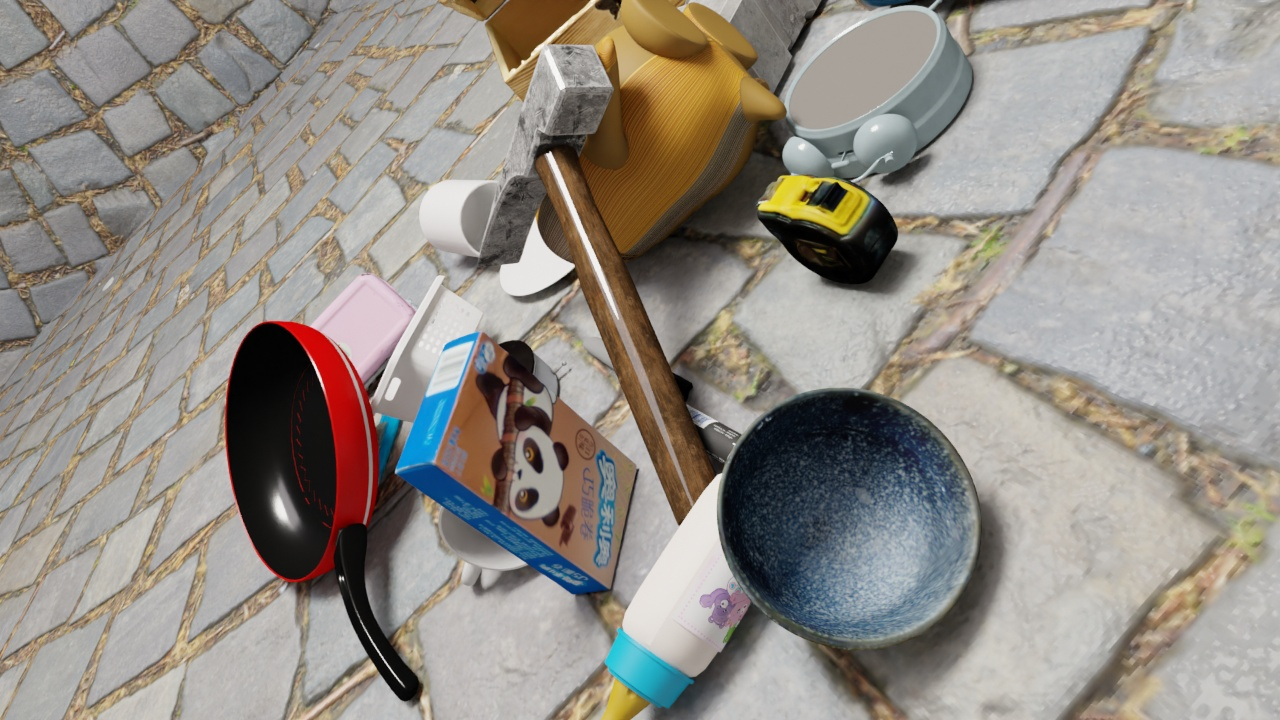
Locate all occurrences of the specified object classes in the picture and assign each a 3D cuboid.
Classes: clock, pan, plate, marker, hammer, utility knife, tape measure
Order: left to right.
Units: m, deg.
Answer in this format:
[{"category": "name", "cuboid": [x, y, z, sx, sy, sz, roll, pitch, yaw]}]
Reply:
[{"category": "pan", "cuboid": [-0.237, 0.113, 0.704, 0.356, 0.067, 0.209, 42, 122, 34]}, {"category": "utility knife", "cuboid": [-0.229, 0.056, 0.828, 0.031, 0.015, 0.173, -21, 41, 25]}, {"category": "clock", "cuboid": [-0.113, 0.042, 0.702, 0.095, 0.035, 0.122, 11, 65, 51]}, {"category": "plate", "cuboid": [-0.073, -0.109, 0.829, 0.135, 0.011, 0.134, -28, 39, 25]}, {"category": "hammer", "cuboid": [-0.030, -0.019, 0.596, 0.300, 0.037, 0.218, 67, 150, 23]}, {"category": "marker", "cuboid": [-0.004, 0.004, 0.644, 0.022, 0.016, 0.139, -23, 27, -22]}, {"category": "hammer", "cuboid": [0.019, -0.362, 0.713, 0.083, 0.317, 0.162, 1, 57, 47]}, {"category": "marker", "cuboid": [0.055, 0.051, 0.527, 0.023, 0.021, 0.145, -58, 36, -3]}, {"category": "tape measure", "cuboid": [0.114, -0.078, 0.549, 0.042, 0.071, 0.072, -53, 29, -16]}, {"category": "clock", "cuboid": [0.155, -0.175, 0.627, 0.123, 0.045, 0.159, -2, 53, 46]}]

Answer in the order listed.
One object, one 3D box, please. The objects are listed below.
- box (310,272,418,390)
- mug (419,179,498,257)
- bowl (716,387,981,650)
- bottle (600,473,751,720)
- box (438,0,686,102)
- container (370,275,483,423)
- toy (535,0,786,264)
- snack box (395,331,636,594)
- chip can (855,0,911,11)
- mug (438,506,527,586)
[{"category": "box", "cuboid": [-0.302, 0.011, 0.918, 0.202, 0.088, 0.095, -49, 1, -3]}, {"category": "mug", "cuboid": [-0.151, -0.148, 0.908, 0.110, 0.074, 0.091, -33, 27, -27]}, {"category": "bowl", "cuboid": [0.090, 0.075, 0.421, 0.114, 0.061, 0.114, 0, 71, 0]}, {"category": "bottle", "cuboid": [0.022, 0.127, 0.462, 0.051, 0.051, 0.146, 19, 70, 53]}, {"category": "box", "cuboid": [-0.064, -0.432, 0.972, 0.279, 0.215, 0.257, -40, 33, 13]}, {"category": "container", "cuboid": [-0.175, -0.003, 0.765, 0.081, 0.049, 0.129, -57, 13, 33]}, {"category": "toy", "cuboid": [-0.007, -0.162, 0.692, 0.162, 0.198, 0.204, 52, 124, 19]}, {"category": "snack box", "cuboid": [-0.064, 0.062, 0.527, 0.034, 0.151, 0.087, -16, 45, 34]}, {"category": "chip can", "cuboid": [0.248, -0.294, 0.620, 0.230, 0.080, 0.079, 10, 63, 50]}, {"category": "mug", "cuboid": [-0.097, 0.096, 0.613, 0.089, 0.071, 0.107, -90, 23, -62]}]
